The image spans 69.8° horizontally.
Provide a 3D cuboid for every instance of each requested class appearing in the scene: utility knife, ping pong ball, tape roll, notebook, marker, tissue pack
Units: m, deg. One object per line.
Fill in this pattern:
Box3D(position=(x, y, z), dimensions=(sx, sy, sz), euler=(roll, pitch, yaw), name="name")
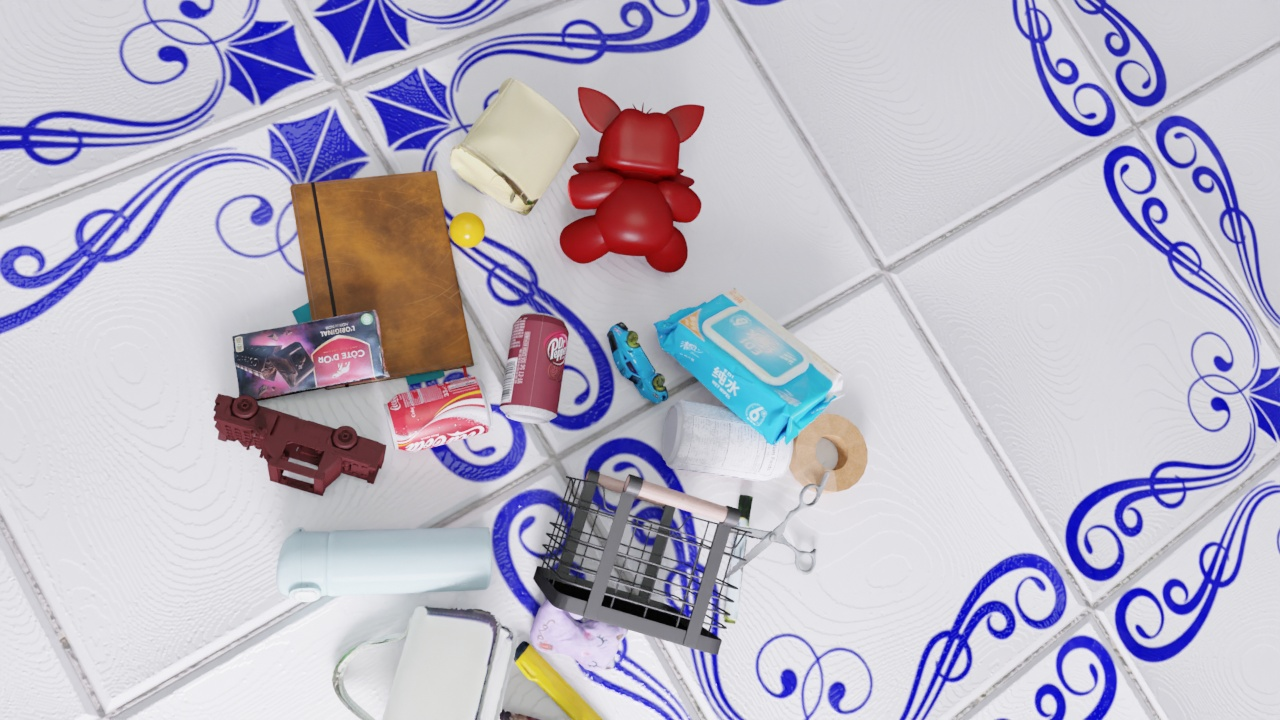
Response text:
Box3D(position=(-0.072, 0.364, 0.968), dimensions=(0.175, 0.017, 0.030), euler=(44, 42, 0), name="utility knife")
Box3D(position=(-0.197, -0.149, 1.044), dimensions=(0.040, 0.040, 0.040), euler=(3, 76, -14), name="ping pong ball")
Box3D(position=(0.224, 0.112, 1.100), dimensions=(0.094, 0.027, 0.094), euler=(3, 77, -14), name="tape roll")
Box3D(position=(-0.293, -0.084, 1.017), dimensions=(0.178, 0.014, 0.249), euler=(-10, 80, -17), name="notebook")
Box3D(position=(0.112, 0.226, 1.051), dimensions=(0.017, 0.017, 0.146), euler=(13, 75, -12), name="marker")
Box3D(position=(0.122, -0.001, 1.043), dimensions=(0.209, 0.066, 0.116), euler=(41, 49, 23), name="tissue pack")

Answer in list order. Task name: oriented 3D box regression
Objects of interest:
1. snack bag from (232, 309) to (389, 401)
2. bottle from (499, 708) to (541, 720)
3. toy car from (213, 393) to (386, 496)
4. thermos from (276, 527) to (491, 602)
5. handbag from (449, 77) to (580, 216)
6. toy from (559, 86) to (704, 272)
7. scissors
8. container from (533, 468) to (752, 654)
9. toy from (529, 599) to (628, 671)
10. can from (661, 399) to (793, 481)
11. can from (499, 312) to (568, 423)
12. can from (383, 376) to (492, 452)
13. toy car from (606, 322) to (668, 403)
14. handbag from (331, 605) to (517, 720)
Box3D(position=(-0.349, -0.004, 0.968), dimensions=(0.155, 0.018, 0.074), euler=(-11, 80, -6), name="snack bag")
Box3D(position=(-0.113, 0.393, 0.933), dimensions=(0.105, 0.056, 0.056), euler=(19, 73, -10), name="bottle")
Box3D(position=(-0.351, 0.091, 0.933), dimensions=(0.169, 0.070, 0.061), euler=(19, 61, -10), name="toy car")
Box3D(position=(-0.258, 0.205, 0.933), dimensions=(0.206, 0.065, 0.077), euler=(1, 43, -15), name="thermos")
Box3D(position=(-0.146, -0.244, 1.062), dimensions=(0.111, 0.081, 0.119), euler=(35, 69, -12), name="handbag")
Box3D(position=(-0.007, -0.208, 1.067), dimensions=(0.158, 0.121, 0.197), euler=(5, 86, -11), name="toy")
Box3D(position=(0.161, 0.190, 1.051), dimensions=(0.141, 0.014, 0.171), euler=(38, 81, -24), name="scissors")
Box3D(position=(-0.003, 0.189, 0.919), dimensions=(0.163, 0.242, 0.130), euler=(19, 81, -10), name="container")
Box3D(position=(-0.065, 0.287, 0.970), dimensions=(0.099, 0.036, 0.080), euler=(19, 110, -7), name="toy")
Box3D(position=(0.098, 0.092, 1.045), dimensions=(0.136, 0.078, 0.078), euler=(10, 75, -12), name="can")
Box3D(position=(-0.117, 0.009, 1.016), dimensions=(0.063, 0.063, 0.114), euler=(10, 75, -12), name="can")
Box3D(position=(-0.215, 0.058, 0.979), dimensions=(0.104, 0.064, 0.064), euler=(-14, 81, -17), name="can")
Box3D(position=(-0.006, 0.006, 1.054), dimensions=(0.032, 0.048, 0.105), euler=(-32, 88, -20), name="toy car")
Box3D(position=(-0.220, 0.322, 0.911), dimensions=(0.176, 0.074, 0.151), euler=(3, 63, 15), name="handbag")
